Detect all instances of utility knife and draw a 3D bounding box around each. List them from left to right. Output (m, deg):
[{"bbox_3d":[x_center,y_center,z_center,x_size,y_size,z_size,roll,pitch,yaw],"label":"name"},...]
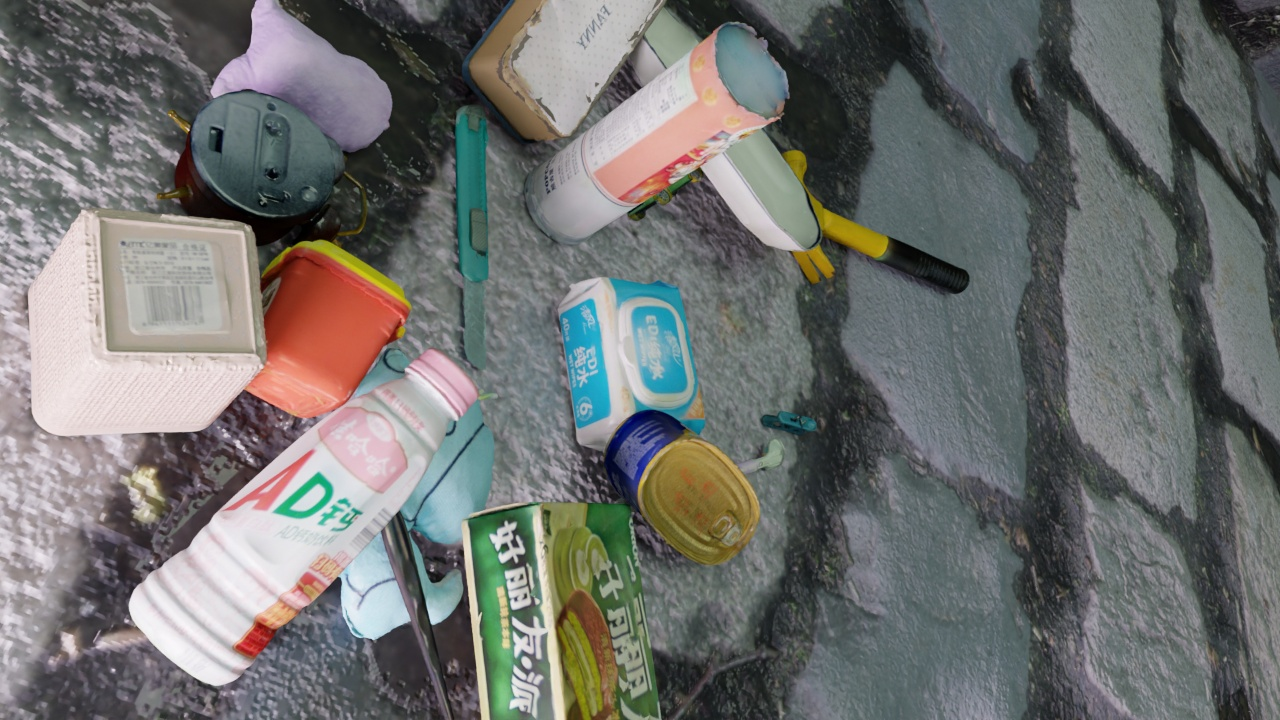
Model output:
[{"bbox_3d":[-0.120,-0.096,0.667,0.029,0.013,0.215,9,68,-38],"label":"utility knife"}]

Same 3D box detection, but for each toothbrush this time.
[{"bbox_3d":[-0.123,0.165,0.535,0.015,0.018,0.181,-20,101,-33],"label":"toothbrush"},{"bbox_3d":[0.051,0.096,0.740,0.189,0.020,0.029,-12,114,-41],"label":"toothbrush"}]

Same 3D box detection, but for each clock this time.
[{"bbox_3d":[-0.222,-0.110,0.556,0.121,0.055,0.082,13,65,-38],"label":"clock"}]

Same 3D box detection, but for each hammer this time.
[{"bbox_3d":[0.257,-0.121,0.988,0.300,0.033,0.128,14,66,-37],"label":"hammer"}]

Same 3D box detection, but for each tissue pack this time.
[{"bbox_3d":[-0.004,0.004,0.695,0.089,0.063,0.140,2,73,-40],"label":"tissue pack"}]

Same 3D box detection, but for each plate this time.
[{"bbox_3d":[0.072,-0.204,0.825,0.265,0.034,0.161,53,27,-6],"label":"plate"}]

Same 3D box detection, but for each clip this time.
[{"bbox_3d":[0.135,0.056,0.824,0.056,0.043,0.014,13,68,-38],"label":"clip"}]

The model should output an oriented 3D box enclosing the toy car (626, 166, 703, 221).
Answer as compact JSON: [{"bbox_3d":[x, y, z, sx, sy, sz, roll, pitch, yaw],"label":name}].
[{"bbox_3d":[0.018,-0.152,0.787,0.036,0.043,0.091,55,46,-13],"label":"toy car"}]

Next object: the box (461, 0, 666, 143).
[{"bbox_3d":[-0.058,-0.250,0.708,0.184,0.061,0.090,-56,130,-18],"label":"box"}]

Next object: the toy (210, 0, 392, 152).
[{"bbox_3d":[-0.214,-0.180,0.601,0.108,0.039,0.083,31,73,-32],"label":"toy"}]

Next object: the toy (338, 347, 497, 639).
[{"bbox_3d":[-0.138,0.076,0.563,0.155,0.050,0.161,-38,107,-42],"label":"toy"}]

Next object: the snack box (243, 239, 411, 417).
[{"bbox_3d":[-0.187,-0.014,0.529,0.082,0.091,0.080,33,62,-27],"label":"snack box"}]

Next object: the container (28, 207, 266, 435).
[{"bbox_3d":[-0.246,-0.019,0.462,0.090,0.111,0.090,1,73,-41],"label":"container"}]

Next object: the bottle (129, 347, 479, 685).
[{"bbox_3d":[-0.168,0.073,0.484,0.068,0.068,0.196,48,71,-16],"label":"bottle"}]

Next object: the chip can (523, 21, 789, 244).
[{"bbox_3d":[0.004,-0.155,0.657,0.071,0.215,0.071,16,64,-36],"label":"chip can"}]

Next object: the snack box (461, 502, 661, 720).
[{"bbox_3d":[-0.042,0.208,0.564,0.114,0.063,0.240,18,60,-60],"label":"snack box"}]

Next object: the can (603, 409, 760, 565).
[{"bbox_3d":[0.032,0.093,0.664,0.074,0.049,0.148,-48,135,-5],"label":"can"}]
